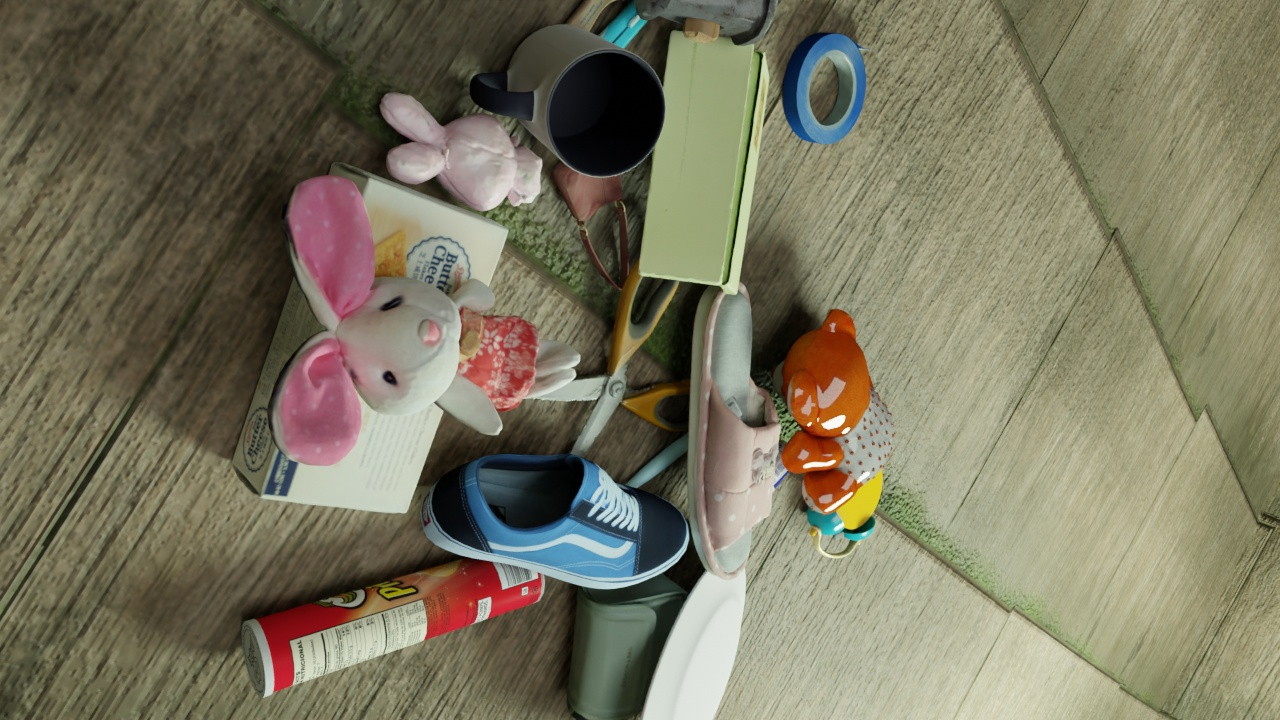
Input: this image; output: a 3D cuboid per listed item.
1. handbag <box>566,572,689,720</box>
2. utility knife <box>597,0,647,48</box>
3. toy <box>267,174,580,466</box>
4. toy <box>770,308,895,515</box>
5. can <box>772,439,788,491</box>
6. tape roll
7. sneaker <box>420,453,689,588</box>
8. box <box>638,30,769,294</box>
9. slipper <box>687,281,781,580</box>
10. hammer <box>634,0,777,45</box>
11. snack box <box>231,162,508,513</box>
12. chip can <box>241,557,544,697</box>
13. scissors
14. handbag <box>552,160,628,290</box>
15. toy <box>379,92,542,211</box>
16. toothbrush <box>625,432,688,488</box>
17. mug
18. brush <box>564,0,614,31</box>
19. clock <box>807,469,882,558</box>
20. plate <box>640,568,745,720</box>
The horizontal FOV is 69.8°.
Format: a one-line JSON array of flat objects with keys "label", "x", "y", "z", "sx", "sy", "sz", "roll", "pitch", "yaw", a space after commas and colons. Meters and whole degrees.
[{"label": "handbag", "x": -0.013, "y": 0.256, "z": 0.830, "sx": 0.106, "sy": 0.067, "sz": 0.122, "roll": -5, "pitch": 111, "yaw": -37}, {"label": "utility knife", "x": 0.002, "y": -0.261, "z": 0.668, "sx": 0.161, "sy": 0.015, "sz": 0.022, "roll": -53, "pitch": 123, "yaw": -14}, {"label": "toy", "x": -0.124, "y": -0.007, "z": 0.540, "sx": 0.194, "sy": 0.084, "sz": 0.159, "roll": 17, "pitch": 68, "yaw": -42}, {"label": "toy", "x": 0.181, "y": 0.044, "z": 0.884, "sx": 0.163, "sy": 0.093, "sz": 0.172, "roll": -58, "pitch": 135, "yaw": -32}, {"label": "can", "x": 0.116, "y": 0.121, "z": 0.905, "sx": 0.095, "sy": 0.032, "sz": 0.032, "roll": -48, "pitch": 131, "yaw": -14}, {"label": "tape roll", "x": 0.163, "y": -0.239, "z": 0.809, "sx": 0.091, "sy": 0.016, "sz": 0.093, "roll": 0, "pitch": 107, "yaw": -40}, {"label": "sneaker", "x": -0.039, "y": 0.120, "z": 0.706, "sx": 0.241, "sy": 0.099, "sz": 0.083, "roll": 15, "pitch": 55, "yaw": -36}, {"label": "box", "x": 0.062, "y": -0.150, "z": 0.712, "sx": 0.127, "sy": 0.066, "sz": 0.188, "roll": 10, "pitch": 90, "yaw": -44}, {"label": "slipper", "x": 0.087, "y": 0.066, "z": 0.810, "sx": 0.114, "sy": 0.054, "sz": 0.274, "roll": -23, "pitch": 114, "yaw": -57}, {"label": "hammer", "x": 0.063, "y": -0.387, "z": 0.630, "sx": 0.098, "sy": 0.052, "sz": 0.328, "roll": 5, "pitch": 96, "yaw": -25}, {"label": "snack box", "x": -0.174, "y": -0.010, "z": 0.593, "sx": 0.104, "sy": 0.057, "sz": 0.208, "roll": 16, "pitch": 97, "yaw": -43}, {"label": "chip can", "x": -0.174, "y": 0.185, "z": 0.675, "sx": 0.214, "sy": 0.052, "sz": 0.052, "roll": -10, "pitch": 113, "yaw": -37}, {"label": "scissors", "x": -0.005, "y": 0.005, "z": 0.761, "sx": 0.224, "sy": 0.016, "sz": 0.230, "roll": 2, "pitch": 110, "yaw": -42}, {"label": "handbag", "x": -0.029, "y": -0.103, "z": 0.701, "sx": 0.055, "sy": 0.029, "sz": 0.120, "roll": -36, "pitch": 132, "yaw": -26}, {"label": "toy", "x": -0.118, "y": -0.132, "z": 0.596, "sx": 0.110, "sy": 0.047, "sz": 0.063, "roll": 13, "pitch": 68, "yaw": -40}, {"label": "toothbrush", "x": 0.000, "y": 0.106, "z": 0.813, "sx": 0.154, "sy": 0.016, "sz": 0.022, "roll": -38, "pitch": 136, "yaw": -22}, {"label": "mug", "x": -0.053, "y": -0.171, "z": 0.594, "sx": 0.111, "sy": 0.097, "sz": 0.079, "roll": -4, "pitch": 118, "yaw": -22}, {"label": "brush", "x": -0.018, "y": -0.272, "z": 0.646, "sx": 0.039, "sy": 0.012, "sz": 0.151, "roll": 38, "pitch": 82, "yaw": -41}, {"label": "clock", "x": 0.226, "y": 0.154, "z": 1.006, "sx": 0.099, "sy": 0.044, "sz": 0.129, "roll": 18, "pitch": 88, "yaw": -43}, {"label": "plate", "x": 0.058, "y": 0.301, "z": 0.874, "sx": 0.241, "sy": 0.016, "sz": 0.243, "roll": -43, "pitch": 141, "yaw": -49}]
